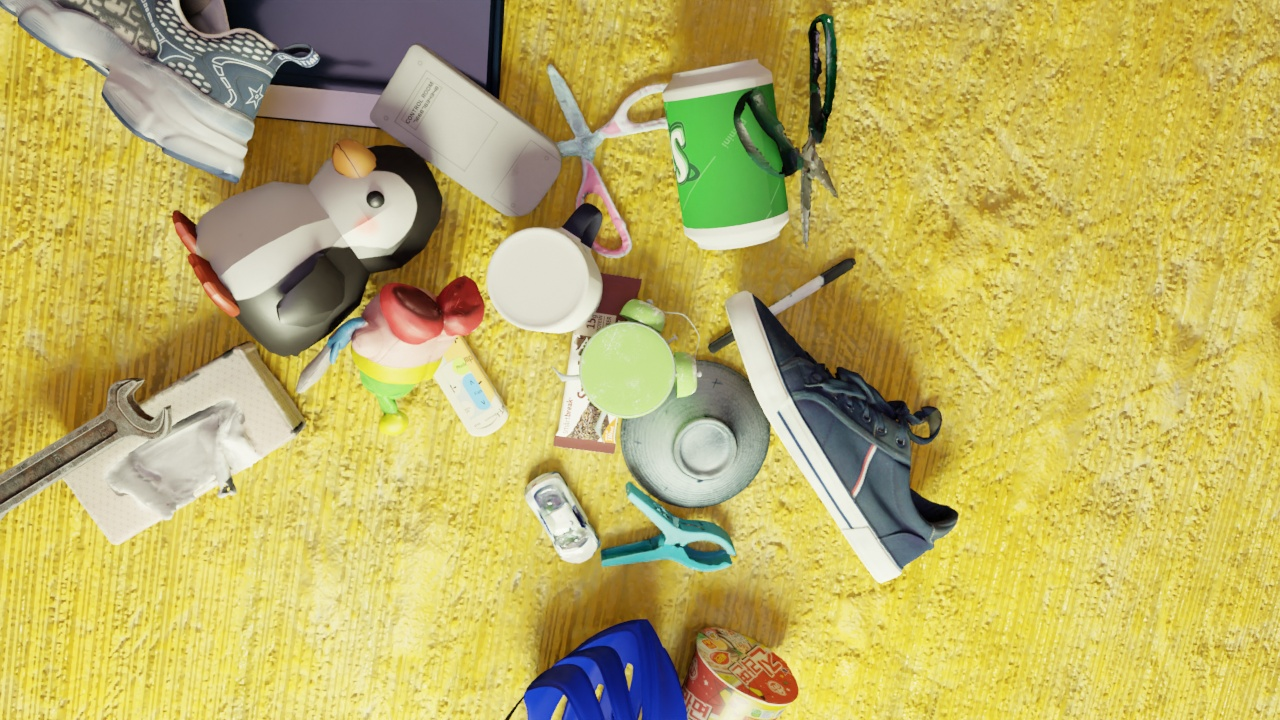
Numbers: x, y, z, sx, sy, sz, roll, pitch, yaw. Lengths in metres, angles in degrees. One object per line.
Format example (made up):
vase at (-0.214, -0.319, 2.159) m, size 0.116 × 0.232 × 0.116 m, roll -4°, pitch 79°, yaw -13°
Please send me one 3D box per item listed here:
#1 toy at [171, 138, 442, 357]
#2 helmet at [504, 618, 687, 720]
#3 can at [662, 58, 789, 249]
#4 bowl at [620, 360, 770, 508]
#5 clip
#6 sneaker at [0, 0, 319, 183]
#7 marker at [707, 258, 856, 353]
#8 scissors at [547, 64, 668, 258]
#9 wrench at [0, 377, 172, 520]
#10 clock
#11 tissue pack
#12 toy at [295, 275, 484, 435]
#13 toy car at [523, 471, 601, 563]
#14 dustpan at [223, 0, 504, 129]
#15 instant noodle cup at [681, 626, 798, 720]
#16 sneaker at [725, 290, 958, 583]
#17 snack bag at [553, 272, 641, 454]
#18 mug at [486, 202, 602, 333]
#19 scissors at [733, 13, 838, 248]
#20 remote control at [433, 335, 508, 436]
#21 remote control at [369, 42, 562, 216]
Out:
toy at (-0.239, -0.093, 0.724) m, size 0.184 × 0.159 × 0.140 m, roll -35°, pitch 139°, yaw -9°
helmet at (-0.069, 0.335, 0.754) m, size 0.227 × 0.148 × 0.242 m, roll 0°, pitch 106°, yaw -42°
can at (0.070, -0.166, 0.744) m, size 0.088 × 0.087 × 0.140 m, roll -11°, pitch 107°, yaw -4°
bowl at (0.052, 0.071, 0.800) m, size 0.137 × 0.057 × 0.137 m, roll -1°, pitch 98°, yaw -5°
clip at (0.032, 0.153, 0.821) m, size 0.116 × 0.026 × 0.097 m, roll 15°, pitch 114°, yaw -11°
sneaker at (-0.359, -0.258, 0.668) m, size 0.269 × 0.103 × 0.132 m, roll 42°, pitch 94°, yaw 8°
marker at (0.126, -0.049, 0.813) m, size 0.152 × 0.011 × 0.011 m, roll -32°, pitch 100°, yaw 0°
scissors at (-0.026, -0.178, 0.779) m, size 0.177 × 0.013 × 0.170 m, roll -25°, pitch 97°, yaw 1°
wrench at (-0.477, 0.087, 0.731) m, size 0.274 × 0.010 × 0.070 m, roll -27°, pitch 97°, yaw 17°
clock at (-0.005, 0.004, 0.771) m, size 0.119 × 0.042 × 0.094 m, roll -36°, pitch 90°, yaw -2°
tissue pack at (-0.377, 0.073, 0.756) m, size 0.181 × 0.071 × 0.104 m, roll -31°, pitch 99°, yaw -4°
toy at (-0.194, -0.003, 0.730) m, size 0.132 × 0.124 × 0.097 m, roll -34°, pitch 84°, yaw 32°
toy car at (-0.069, 0.142, 0.814) m, size 0.038 × 0.027 × 0.090 m, roll -30°, pitch 100°, yaw -3°
dustpan at (-0.223, -0.323, 0.703) m, size 0.236 × 0.080 × 0.273 m, roll 4°, pitch 98°, yaw -6°
instant noodle cup at (0.071, 0.316, 0.824) m, size 0.100 × 0.100 × 0.112 m, roll 25°, pitch 103°, yaw -9°
sneaker at (0.183, 0.047, 0.786) m, size 0.127 × 0.120 × 0.294 m, roll -33°, pitch 104°, yaw 12°
snack bag at (-0.038, 0.003, 0.803) m, size 0.057 × 0.013 × 0.158 m, roll 9°, pitch 97°, yaw -5°
mug at (-0.066, -0.076, 0.739) m, size 0.078 × 0.097 × 0.112 m, roll 33°, pitch 93°, yaw 3°
scissors at (0.122, -0.194, 0.726) m, size 0.015 × 0.205 × 0.201 m, roll 1°, pitch 88°, yaw 32°
remote control at (-0.159, 0.008, 0.790) m, size 0.038 × 0.018 × 0.125 m, roll -31°, pitch 98°, yaw -1°
remote control at (-0.138, -0.183, 0.749) m, size 0.151 × 0.019 × 0.074 m, roll 34°, pitch 112°, yaw -14°
